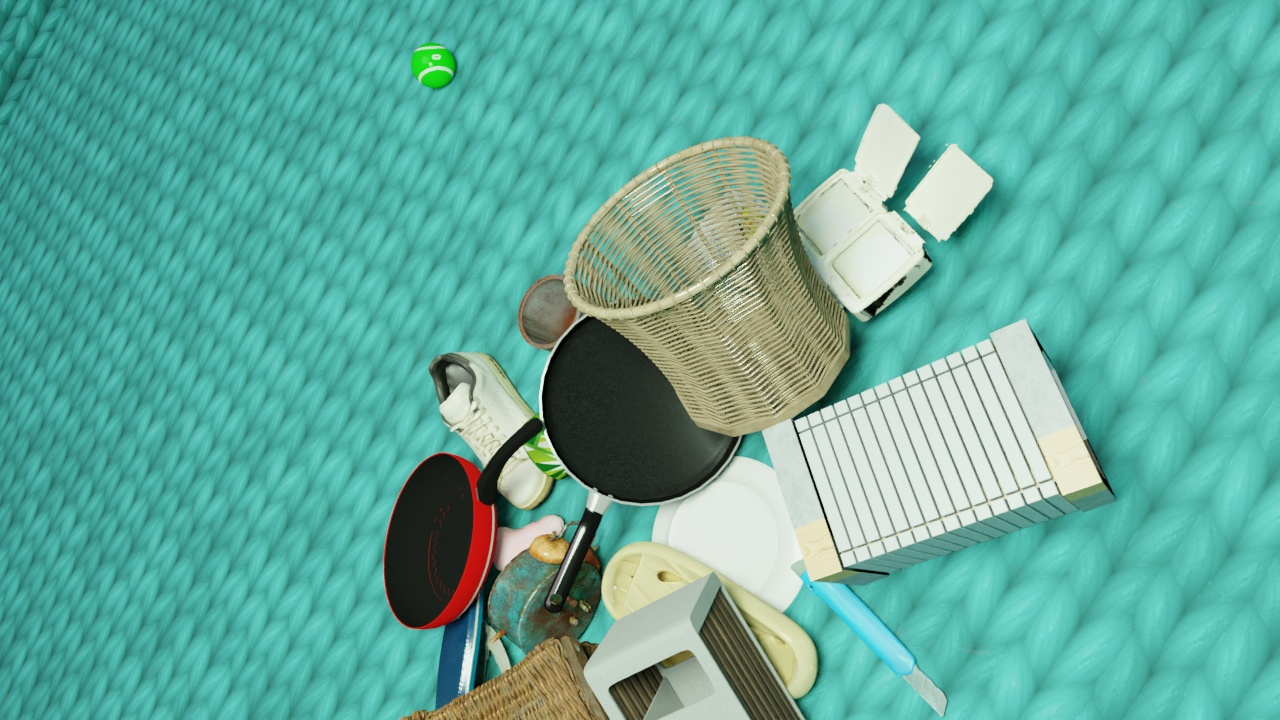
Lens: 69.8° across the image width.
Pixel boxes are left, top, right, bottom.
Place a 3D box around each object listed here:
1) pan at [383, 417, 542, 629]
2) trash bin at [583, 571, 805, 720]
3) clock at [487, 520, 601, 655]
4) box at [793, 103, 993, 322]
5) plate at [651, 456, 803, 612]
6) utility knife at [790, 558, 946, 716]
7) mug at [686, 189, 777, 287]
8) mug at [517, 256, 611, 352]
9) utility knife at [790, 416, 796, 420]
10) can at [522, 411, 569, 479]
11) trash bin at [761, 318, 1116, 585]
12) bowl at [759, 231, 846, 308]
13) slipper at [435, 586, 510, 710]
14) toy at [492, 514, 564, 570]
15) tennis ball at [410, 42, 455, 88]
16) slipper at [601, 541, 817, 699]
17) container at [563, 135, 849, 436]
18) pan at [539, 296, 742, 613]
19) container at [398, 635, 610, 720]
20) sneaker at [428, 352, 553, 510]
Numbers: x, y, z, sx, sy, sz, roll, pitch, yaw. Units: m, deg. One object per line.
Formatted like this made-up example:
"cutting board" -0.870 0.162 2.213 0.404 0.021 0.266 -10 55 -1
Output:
"pan" -0.200 0.174 1.069 0.357 0.067 0.208 -43 47 31
"trash bin" 0.068 0.336 0.849 0.115 0.114 0.229 -31 90 18
"clock" -0.094 0.254 1.027 0.073 0.121 0.157 25 85 39
"box" 0.235 -0.147 0.912 0.145 0.065 0.186 55 127 32
"plate" 0.090 0.196 0.988 0.189 0.016 0.188 -9 73 30
"utility knife" 0.221 0.262 0.889 0.031 0.015 0.196 -52 57 13
"mug" 0.108 -0.142 1.021 0.094 0.068 0.115 -35 24 59
"mug" -0.076 -0.061 1.107 0.096 0.110 0.123 17 86 29
"utility knife" 0.150 0.050 0.992 0.022 0.015 0.117 -35 64 27
"can" -0.063 0.069 1.077 0.144 0.083 0.083 -38 61 18
"trash bin" 0.266 0.095 0.829 0.247 0.142 0.142 -26 65 24
"bowl" 0.184 -0.081 0.989 0.110 0.040 0.109 -10 71 30
"slipper" -0.199 0.393 1.075 0.118 0.060 0.294 -45 37 43
"toy" -0.136 0.233 1.097 0.103 0.050 0.093 -21 58 22
"tennis ball" -0.312 -0.444 1.380 0.065 0.065 0.065 -9 72 30
"slipper" 0.054 0.270 0.940 0.262 0.079 0.111 19 104 31
"container" 0.074 -0.063 0.870 0.227 0.196 0.226 -24 38 20
"pan" -0.024 0.103 0.994 0.225 0.034 0.356 24 82 -1
"container" -0.079 0.384 0.916 0.183 0.250 0.162 -36 61 9
"sneaker" -0.193 0.076 1.144 0.089 0.102 0.241 -43 60 15
